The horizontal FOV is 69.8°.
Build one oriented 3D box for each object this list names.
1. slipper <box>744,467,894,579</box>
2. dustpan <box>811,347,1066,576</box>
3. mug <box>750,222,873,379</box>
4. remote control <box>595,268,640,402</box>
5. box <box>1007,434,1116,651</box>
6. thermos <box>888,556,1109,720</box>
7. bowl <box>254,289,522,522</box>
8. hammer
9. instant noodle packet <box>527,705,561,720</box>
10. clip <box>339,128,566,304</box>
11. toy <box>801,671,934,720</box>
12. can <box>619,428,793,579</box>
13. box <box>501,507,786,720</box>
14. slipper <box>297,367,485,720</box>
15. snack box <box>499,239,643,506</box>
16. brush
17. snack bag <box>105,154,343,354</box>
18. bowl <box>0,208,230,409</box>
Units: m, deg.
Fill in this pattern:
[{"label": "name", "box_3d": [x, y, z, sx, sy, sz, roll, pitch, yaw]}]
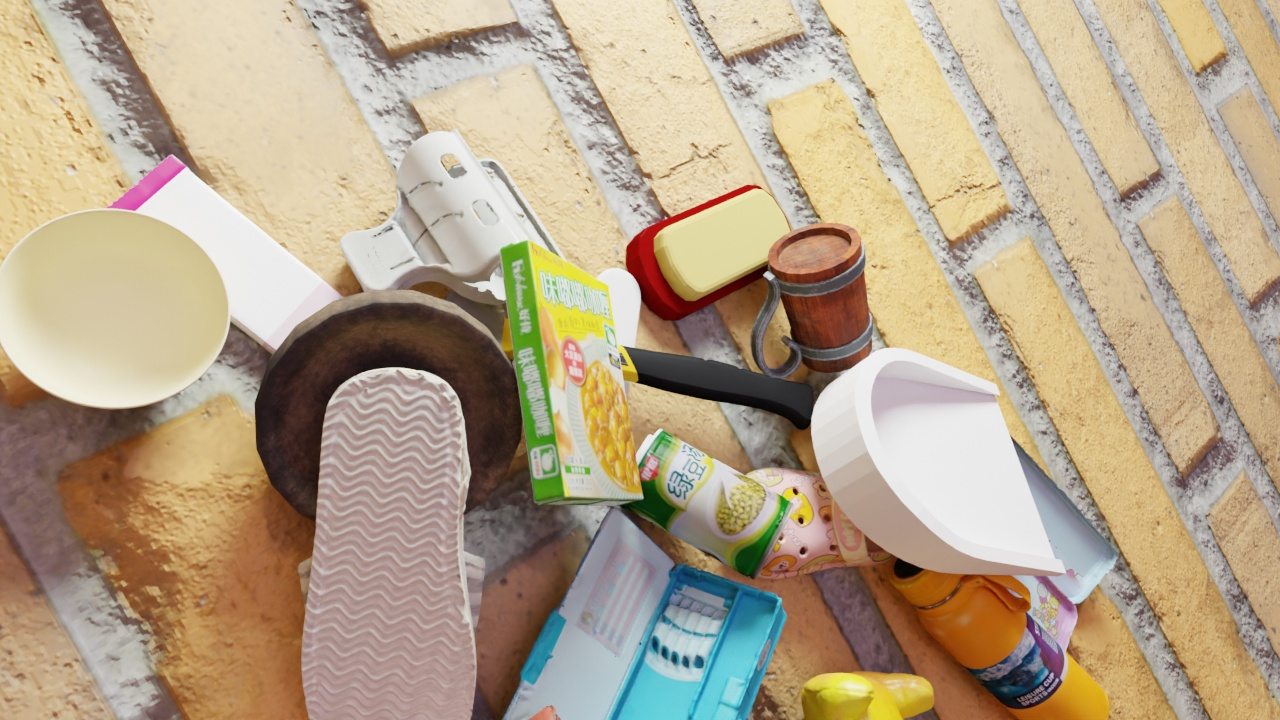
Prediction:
[{"label": "slipper", "box_3d": [0.163, 0.132, 0.775, 0.197, 0.082, 0.093, 3, 74, -31]}, {"label": "dustpan", "box_3d": [0.265, 0.081, 0.785, 0.257, 0.053, 0.191, 9, 57, -30]}, {"label": "mug", "box_3d": [0.146, -0.044, 0.802, 0.117, 0.081, 0.111, -27, 125, -9]}, {"label": "remote control", "box_3d": [-0.026, -0.011, 0.747, 0.043, 0.013, 0.136, 17, 69, -25]}, {"label": "box", "box_3d": [0.370, 0.179, 0.902, 0.214, 0.041, 0.151, 45, 72, -11]}, {"label": "thermos", "box_3d": [0.328, 0.248, 0.832, 0.091, 0.076, 0.232, -44, 102, 9]}, {"label": "bowl", "box_3d": [-0.161, 0.029, 0.593, 0.162, 0.070, 0.162, -7, 112, -17]}, {"label": "hammer", "box_3d": [-0.004, 0.004, 0.726, 0.323, 0.029, 0.127, 12, 70, -20]}, {"label": "instant noodle packet", "box_3d": [-0.055, 0.352, 0.550, 0.164, 0.084, 0.221, -35, 93, -7]}, {"label": "clip", "box_3d": [-0.138, -0.100, 0.653, 0.151, 0.106, 0.126, -20, 62, -32]}, {"label": "toy", "box_3d": [0.164, 0.336, 0.712, 0.134, 0.088, 0.193, 6, 82, -42]}, {"label": "can", "box_3d": [0.048, 0.108, 0.698, 0.121, 0.067, 0.067, 28, 61, 9]}, {"label": "box", "box_3d": [-0.008, 0.243, 0.653, 0.168, 0.087, 0.226, 29, 62, -1]}, {"label": "slipper", "box_3d": [-0.152, 0.135, 0.568, 0.114, 0.054, 0.273, -2, 103, -17]}, {"label": "snack box", "box_3d": [-0.044, 0.015, 0.627, 0.132, 0.027, 0.168, 22, 56, -67]}, {"label": "brush", "box_3d": [0.069, -0.100, 0.808, 0.173, 0.042, 0.082, -28, 91, -32]}, {"label": "snack bag", "box_3d": [-0.260, -0.051, 0.623, 0.196, 0.016, 0.070, 41, 58, -14]}, {"label": "bowl", "box_3d": [-0.314, -0.022, 0.550, 0.117, 0.074, 0.118, 8, 72, -28]}]
